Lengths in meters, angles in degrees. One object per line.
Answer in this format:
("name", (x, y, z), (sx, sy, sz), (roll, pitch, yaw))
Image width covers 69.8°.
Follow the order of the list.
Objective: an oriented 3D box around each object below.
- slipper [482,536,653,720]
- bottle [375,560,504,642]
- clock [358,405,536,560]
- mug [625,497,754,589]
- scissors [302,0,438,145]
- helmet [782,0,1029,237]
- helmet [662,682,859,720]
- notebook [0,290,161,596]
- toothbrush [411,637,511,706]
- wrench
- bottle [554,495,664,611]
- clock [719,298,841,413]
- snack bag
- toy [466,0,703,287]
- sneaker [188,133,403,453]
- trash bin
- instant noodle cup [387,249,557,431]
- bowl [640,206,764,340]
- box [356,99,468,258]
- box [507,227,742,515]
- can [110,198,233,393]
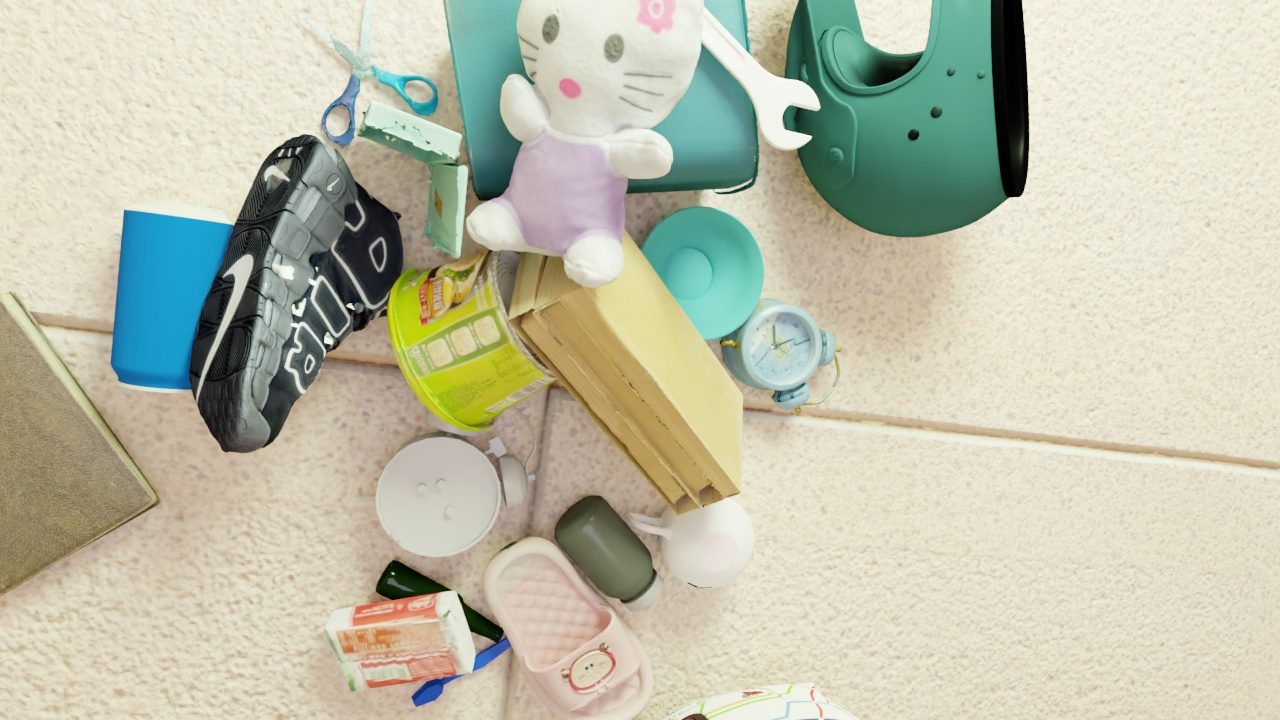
("slipper", (-0.068, 0.259, 0.851), (0.106, 0.056, 0.221), (-35, 109, -9))
("bottle", (-0.180, 0.224, 0.836), (0.123, 0.033, 0.033), (33, 87, -16))
("clock", (-0.163, 0.102, 0.812), (0.159, 0.061, 0.120), (-42, 104, -5))
("mug", (0.047, 0.165, 0.863), (0.124, 0.076, 0.090), (17, 92, -15))
("scissors", (-0.239, -0.240, 0.779), (0.127, 0.014, 0.127), (41, 87, -16))
("helmet", (0.221, -0.242, 0.802), (0.175, 0.201, 0.275), (-44, 128, -51))
("helmet", (0.083, 0.422, 0.817), (0.314, 0.236, 0.231), (-18, 104, -19))
("notebook", (-0.530, 0.075, 0.731), (0.190, 0.034, 0.215), (-31, 103, -8))
("toothbrush", (-0.131, 0.270, 0.864), (0.186, 0.011, 0.016), (-31, 102, -9))
("wrench", (0.027, -0.257, 0.653), (0.273, 0.009, 0.047), (45, 94, -5))
("bottle", (-0.028, 0.181, 0.855), (0.060, 0.060, 0.108), (-41, 104, -7))
("clock", (0.138, -0.006, 0.881), (0.124, 0.052, 0.088), (36, 85, -15))
("snack bag", (-0.209, 0.247, 0.808), (0.116, 0.036, 0.077), (-10, 115, 4))
("toy", (-0.032, -0.162, 0.624), (0.138, 0.085, 0.209), (23, 106, 19))
("sneaker", (-0.256, -0.038, 0.740), (0.150, 0.097, 0.252), (27, 69, -47))
("trash bin", (-0.037, -0.222, 0.750), (0.218, 0.199, 0.196), (-9, 98, -6))
("instant noodle cup", (-0.126, -0.024, 0.753), (0.098, 0.146, 0.146), (-24, 103, 18))
("bowl", (0.050, -0.081, 0.853), (0.121, 0.046, 0.121), (-1, 96, -14))
("box", (-0.180, -0.142, 0.711), (0.078, 0.187, 0.113), (-4, 105, -17))
("box", (-0.006, 0.005, 0.766), (0.092, 0.127, 0.249), (-21, 127, 27))
("can", (-0.374, -0.051, 0.733), (0.079, 0.079, 0.146), (6, 94, -15))
